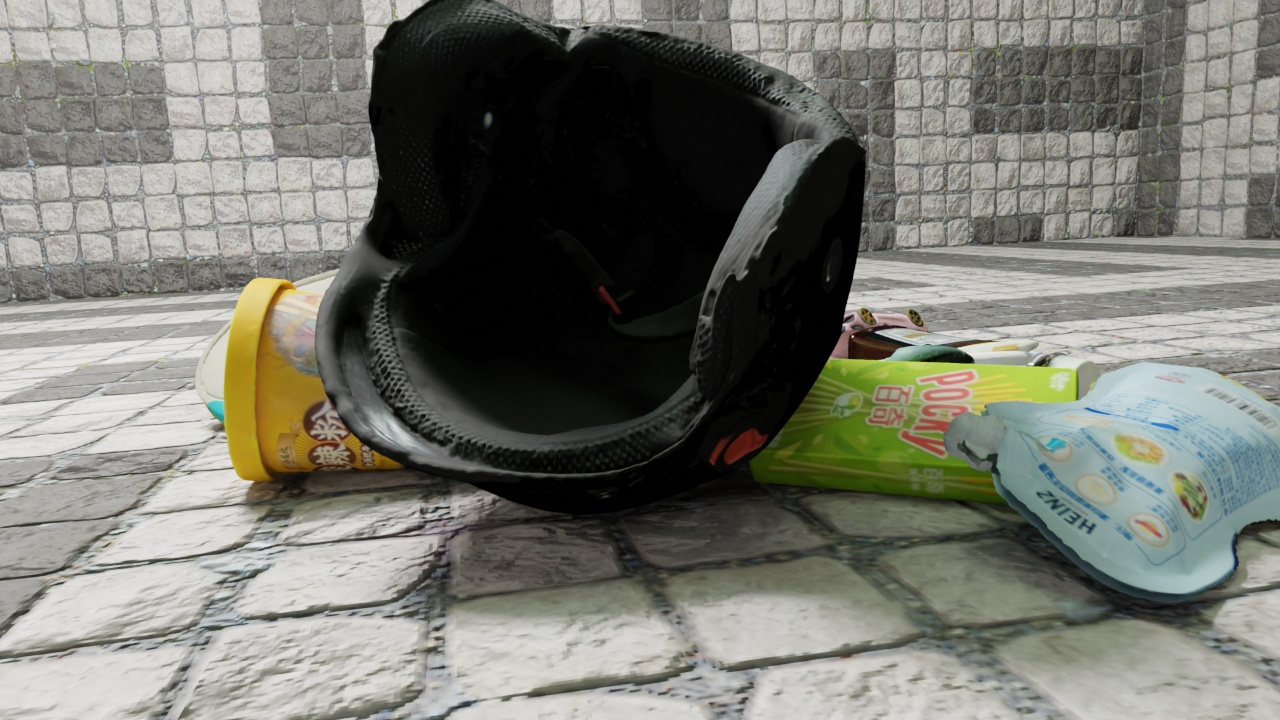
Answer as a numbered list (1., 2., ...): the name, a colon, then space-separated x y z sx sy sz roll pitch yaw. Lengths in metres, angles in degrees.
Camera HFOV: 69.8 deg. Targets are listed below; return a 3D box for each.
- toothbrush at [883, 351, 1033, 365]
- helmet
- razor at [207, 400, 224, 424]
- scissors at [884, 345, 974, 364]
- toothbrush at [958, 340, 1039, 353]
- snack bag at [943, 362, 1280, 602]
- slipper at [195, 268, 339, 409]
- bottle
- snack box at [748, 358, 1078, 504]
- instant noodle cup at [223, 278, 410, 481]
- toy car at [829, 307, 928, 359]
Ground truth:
1. toothbrush: 0.178 -0.001 0.642 0.180 0.016 0.016 -2 -19 32
2. helmet: -0.017 -0.038 0.456 0.233 0.230 0.274 31 70 28
3. razor: -0.256 0.043 0.641 0.133 0.028 0.043 5 43 29
4. scissors: 0.141 0.013 0.609 0.171 0.019 0.170 -2 -11 -1
5. toothbrush: 0.183 0.002 0.658 0.192 0.018 0.016 -11 -17 29
6. snack bag: 0.220 0.044 0.396 0.190 0.039 0.110 -11 47 -35
7. slipper: -0.212 -0.023 0.716 0.274 0.114 0.054 -21 -34 0
8. bottle: 0.244 0.004 0.685 0.079 0.044 0.195 -8 11 -29
9. snack box: 0.142 0.034 0.480 0.157 0.026 0.085 3 37 27
10. instant noodle cup: -0.171 0.015 0.543 0.114 0.118 0.118 4 8 -8
11. toy car: 0.207 -0.018 0.810 0.122 0.037 0.056 0 -31 -40
